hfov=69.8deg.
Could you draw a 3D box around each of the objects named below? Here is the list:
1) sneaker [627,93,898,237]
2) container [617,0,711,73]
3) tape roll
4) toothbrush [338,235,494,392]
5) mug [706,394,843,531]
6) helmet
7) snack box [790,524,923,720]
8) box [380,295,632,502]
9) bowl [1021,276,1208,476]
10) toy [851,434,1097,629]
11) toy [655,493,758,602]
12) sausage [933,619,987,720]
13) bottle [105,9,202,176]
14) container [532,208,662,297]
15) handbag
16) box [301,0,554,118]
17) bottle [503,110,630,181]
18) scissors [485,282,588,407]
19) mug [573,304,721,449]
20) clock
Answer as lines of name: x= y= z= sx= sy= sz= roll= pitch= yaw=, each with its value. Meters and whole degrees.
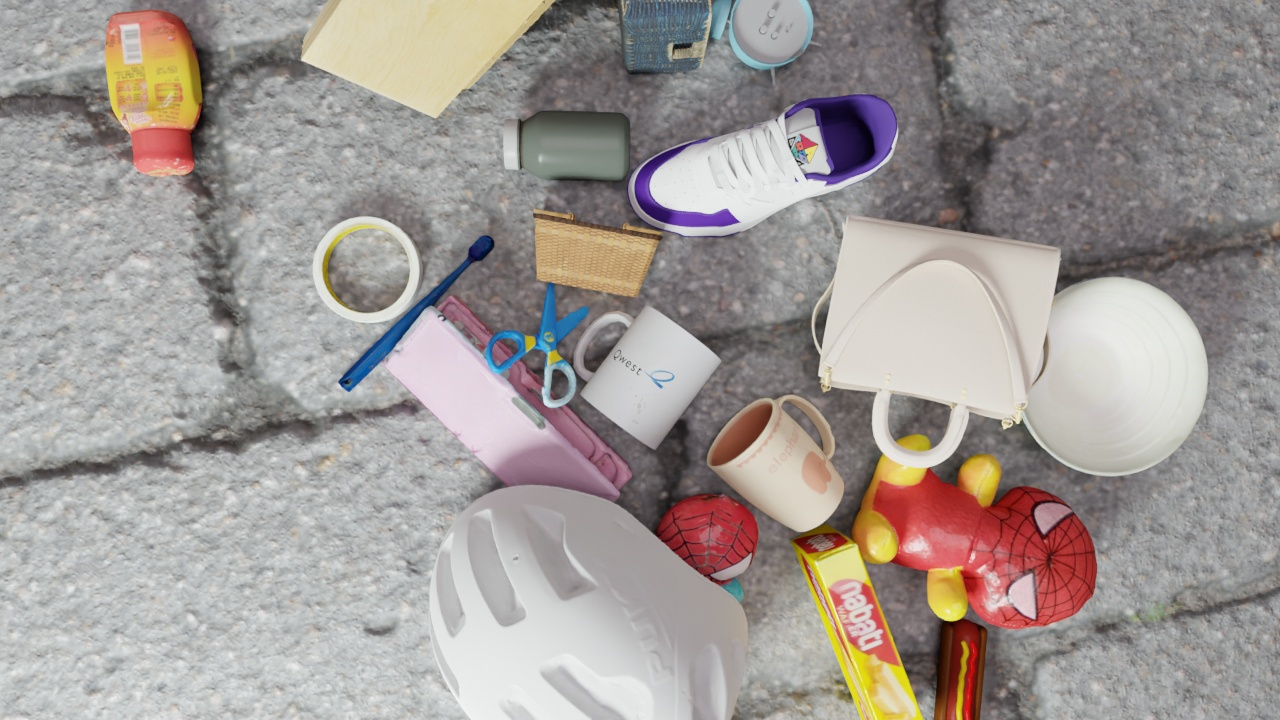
sneaker: x=0.112 y=-0.170 z=0.789 sx=0.244 sy=0.111 sz=0.092 roll=-17 pitch=92 yaw=-2
container: x=0.012 y=-0.350 z=0.763 sx=0.071 sy=0.145 sz=0.187 roll=-5 pitch=92 yaw=0
tape roll: x=-0.243 y=-0.081 z=0.820 sx=0.094 sy=0.019 sz=0.094 roll=0 pitch=91 yaw=-3
toothbrush: x=-0.201 y=-0.043 z=0.824 sx=0.016 sy=0.017 sz=0.190 roll=45 pitch=89 yaw=-3
mug: x=0.131 y=0.086 z=0.819 sx=0.104 sy=0.085 sz=0.111 roll=43 pitch=60 yaw=-13
helmet: x=-0.053 y=0.229 z=0.758 sx=0.282 sy=0.183 sz=0.225 roll=47 pitch=113 yaw=7
snack box: x=0.196 y=0.251 z=0.814 sx=0.042 sy=0.092 sz=0.200 roll=-21 pitch=92 yaw=-2
box: x=-0.117 y=0.053 z=0.800 sx=0.099 sy=0.080 sz=0.232 roll=-44 pitch=93 yaw=-2
bowl: x=0.414 y=0.014 z=0.836 sx=0.176 sy=0.058 sz=0.176 roll=0 pitch=91 yaw=-3
toy: x=0.298 y=0.160 z=0.815 sx=0.216 sy=0.099 sz=0.147 roll=25 pitch=88 yaw=-2
toy: x=0.056 y=0.181 z=0.824 sx=0.092 sy=0.062 sz=0.133 roll=8 pitch=103 yaw=4
sausage: x=0.293 y=0.316 z=0.848 sx=0.040 sy=0.040 sz=0.155 roll=5 pitch=91 yaw=-3
bottle: x=-0.418 y=-0.228 z=0.792 sx=0.071 sy=0.048 sz=0.134 roll=-6 pitch=92 yaw=-3
container: x=-0.042 y=-0.095 z=0.811 sx=0.114 sy=0.063 sz=0.061 roll=10 pitch=98 yaw=-3
handbag: x=0.242 y=-0.008 z=0.782 sx=0.195 sy=0.101 sz=0.197 roll=12 pitch=83 yaw=15
box: x=-0.129 y=-0.305 z=0.703 sx=0.142 sy=0.249 sz=0.178 roll=45 pitch=45 yaw=-17
bottle: x=-0.064 y=-0.189 z=0.806 sx=0.108 sy=0.060 sz=0.060 roll=1 pitch=91 yaw=-3
scissors: x=-0.074 y=-0.013 z=0.798 sx=0.109 sy=0.018 sz=0.130 roll=51 pitch=49 yaw=-3
mug: x=-0.005 y=0.005 z=0.811 sx=0.119 sy=0.083 sz=0.096 roll=36 pitch=89 yaw=24
clock: x=0.102 y=-0.313 z=0.820 sx=0.087 sy=0.042 sz=0.123 roll=-41 pitch=95 yaw=-1
